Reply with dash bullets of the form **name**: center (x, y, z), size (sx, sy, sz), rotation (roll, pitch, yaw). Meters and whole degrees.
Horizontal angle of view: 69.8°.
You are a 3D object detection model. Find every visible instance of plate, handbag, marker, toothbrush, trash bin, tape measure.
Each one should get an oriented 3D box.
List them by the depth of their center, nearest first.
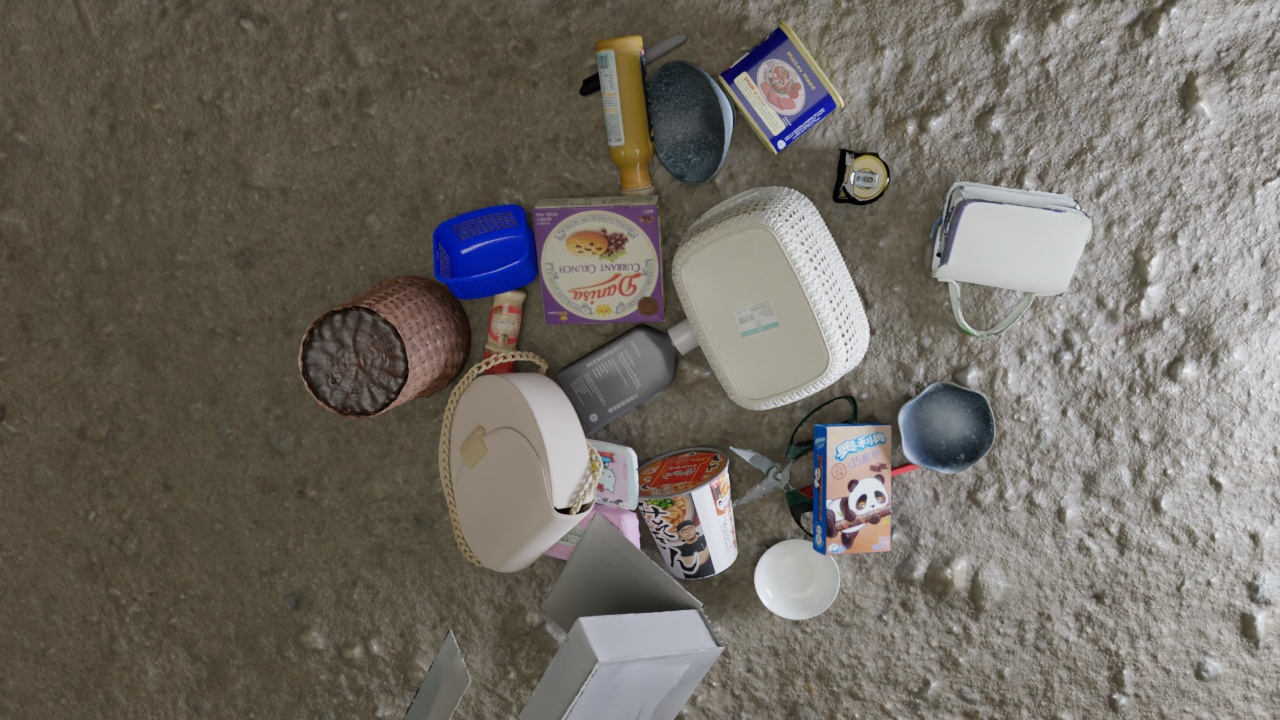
- **trash bin**: center (-0.292, -0.014, 1.042), size (0.151, 0.210, 0.151), rotation (1, 99, 6)
- **handbag**: center (0.405, -0.108, 1.043), size (0.151, 0.073, 0.176), rotation (9, 119, 5)
- **tape measure**: center (0.253, -0.208, 1.047), size (0.061, 0.034, 0.062), rotation (5, 101, 3)
- **marker**: center (-0.011, -0.344, 1.060), size (0.139, 0.016, 0.022), rotation (-27, 73, 8)
- **handbag**: center (-0.145, 0.121, 1.068), size (0.211, 0.103, 0.208), rotation (-45, 62, 37)
- **toothbrush**: center (0.287, 0.136, 1.113), size (0.213, 0.012, 0.018), rotation (-19, 93, 8)
- **plate**: center (0.193, 0.268, 1.137), size (0.104, 0.026, 0.104), rotation (1, 99, 5)

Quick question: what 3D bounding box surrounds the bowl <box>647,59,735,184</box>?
- **bowl**: center (0.069, -0.272, 1.032), size (0.057, 0.137, 0.137), rotation (-24, 98, -31)

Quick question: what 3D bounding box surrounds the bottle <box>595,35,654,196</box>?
- **bottle**: center (-0.013, -0.270, 1.045), size (0.053, 0.053, 0.186), rotation (-6, 108, 6)

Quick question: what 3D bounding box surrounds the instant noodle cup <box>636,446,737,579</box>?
- **instant noodle cup**: center (0.060, 0.186, 1.096), size (0.124, 0.123, 0.122), rotation (-14, 107, 7)

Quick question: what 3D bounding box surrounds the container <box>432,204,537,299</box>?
- **container**: center (-0.179, -0.123, 1.075), size (0.114, 0.058, 0.096), rotation (-13, 61, 7)

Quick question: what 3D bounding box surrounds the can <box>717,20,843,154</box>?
- **can**: center (0.155, -0.303, 1.030), size (0.092, 0.056, 0.116), rotation (-37, 94, 11)

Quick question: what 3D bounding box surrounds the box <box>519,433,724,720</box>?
- **box**: center (-0.032, 0.258, 1.083), size (0.173, 0.421, 0.168), rotation (21, 116, -16)

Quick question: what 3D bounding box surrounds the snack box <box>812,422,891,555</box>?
- **snack box**: center (0.249, 0.150, 1.079), size (0.087, 0.034, 0.151), rotation (0, 92, -18)

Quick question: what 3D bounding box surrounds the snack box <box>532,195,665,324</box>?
- **snack box**: center (-0.045, -0.115, 1.067), size (0.143, 0.040, 0.148), rotation (-1, 117, 6)

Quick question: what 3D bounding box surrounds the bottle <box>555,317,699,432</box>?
- **bottle**: center (-0.007, 0.006, 1.101), size (0.174, 0.046, 0.084), rotation (-31, 95, 9)

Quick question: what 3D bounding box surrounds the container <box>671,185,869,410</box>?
- **container**: center (0.140, -0.064, 1.027), size (0.185, 0.142, 0.246), rotation (-24, 97, 22)

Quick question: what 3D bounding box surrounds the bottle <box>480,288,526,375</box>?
- **bottle**: center (-0.166, -0.035, 1.112), size (0.044, 0.044, 0.109), rotation (11, 100, 3)

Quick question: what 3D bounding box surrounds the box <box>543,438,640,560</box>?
- **box**: center (-0.086, 0.166, 1.094), size (0.202, 0.038, 0.152), rotation (5, 105, 37)

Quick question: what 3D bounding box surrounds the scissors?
- **scissors**: center (0.204, 0.122, 1.089), size (0.201, 0.015, 0.202), rotation (33, 83, -16)

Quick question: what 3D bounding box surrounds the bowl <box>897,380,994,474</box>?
- **bowl**: center (0.353, 0.074, 1.075), size (0.110, 0.055, 0.110), rotation (1, 100, 6)
